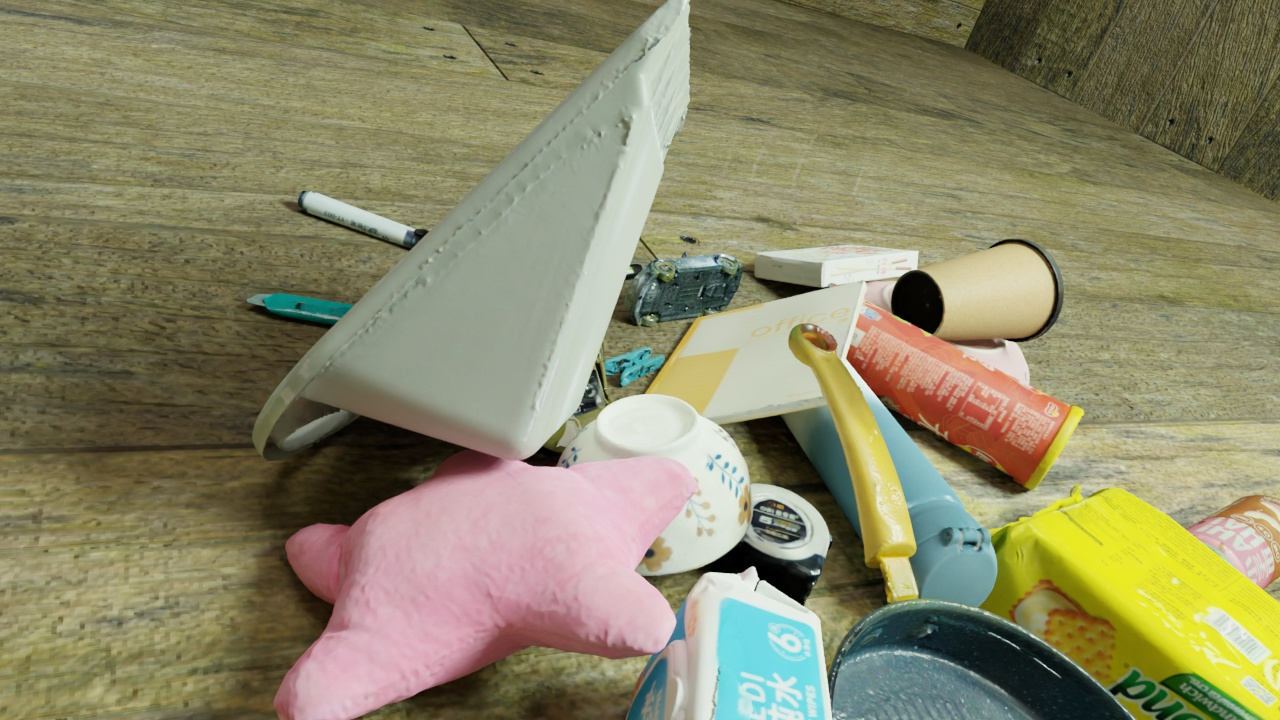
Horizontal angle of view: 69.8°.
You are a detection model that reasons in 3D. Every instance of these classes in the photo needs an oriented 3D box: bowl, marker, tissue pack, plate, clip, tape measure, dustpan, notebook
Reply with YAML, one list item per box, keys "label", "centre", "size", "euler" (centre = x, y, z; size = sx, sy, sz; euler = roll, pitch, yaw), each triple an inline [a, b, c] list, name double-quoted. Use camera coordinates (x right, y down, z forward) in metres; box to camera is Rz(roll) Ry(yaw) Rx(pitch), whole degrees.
- label: "bowl"
  centre: [0.006, 0.058, 0.504]
  size: [0.113, 0.062, 0.113]
  euler: [-2, 30, 1]
- label: "marker"
  centre: [-0.035, -0.069, 0.777]
  size: [0.018, 0.015, 0.123]
  euler: [35, 30, 24]
- label: "tissue pack"
  centre: [0.028, 0.156, 0.357]
  size: [0.063, 0.090, 0.139]
  euler: [21, 29, -6]
- label: "plate"
  centre: [0.276, -0.026, 0.858]
  size: [0.192, 0.039, 0.192]
  euler: [14, 30, -9]
- label: "clip"
  centre: [-0.005, 0.003, 0.673]
  size: [0.046, 0.014, 0.056]
  euler: [33, 32, 27]
- label: "marker"
  centre: [-0.210, -0.109, 0.735]
  size: [0.131, 0.023, 0.018]
  euler: [20, 35, 0]
- label: "tape measure"
  centre: [0.075, 0.104, 0.529]
  size: [0.066, 0.034, 0.065]
  euler: [26, 33, 10]
- label: "dustpan"
  centre: [-0.083, -0.051, 0.466]
  size: [0.142, 0.258, 0.222]
  euler: [19, 5, 1]
- label: "notebook"
  centre: [0.080, -0.004, 0.655]
  size: [0.146, 0.010, 0.205]
  euler: [-12, 20, 25]

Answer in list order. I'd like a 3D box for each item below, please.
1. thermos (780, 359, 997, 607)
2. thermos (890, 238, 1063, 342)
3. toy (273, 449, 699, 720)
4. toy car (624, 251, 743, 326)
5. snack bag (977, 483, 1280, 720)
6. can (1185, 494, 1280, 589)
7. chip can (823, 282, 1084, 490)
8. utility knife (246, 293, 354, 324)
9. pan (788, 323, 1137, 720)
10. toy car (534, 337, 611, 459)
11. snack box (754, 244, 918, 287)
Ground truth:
- label: "thermos"
  centre: [0.148, 0.070, 0.593]
  size: [0.070, 0.070, 0.220]
  euler: [7, 30, -21]
- label: "thermos"
  centre: [0.290, -0.055, 0.791]
  size: [0.143, 0.093, 0.093]
  euler: [-9, 39, -27]
- label: "toy"
  centre: [-0.064, 0.084, 0.419]
  size: [0.194, 0.075, 0.178]
  euler: [-13, 26, -9]
- label: "toy car"
  centre: [0.036, -0.061, 0.763]
  size: [0.120, 0.054, 0.037]
  euler: [-12, 45, -41]
- label: "snack bag"
  centre: [0.315, 0.168, 0.527]
  size: [0.157, 0.068, 0.246]
  euler: [-7, 39, -38]
- label: "can"
  centre: [0.417, 0.136, 0.647]
  size: [0.147, 0.058, 0.058]
  euler: [-8, 39, -39]
- label: "chip can"
  centre: [0.228, 0.017, 0.725]
  size: [0.217, 0.073, 0.073]
  euler: [31, 32, 20]
- label: "utility knife"
  centre: [-0.182, -0.028, 0.623]
  size: [0.160, 0.013, 0.029]
  euler: [10, 29, -16]
- label: "pan"
  centre: [0.137, 0.127, 0.427]
  size: [0.197, 0.078, 0.357]
  euler: [5, 41, -31]
- label: "toy car"
  centre: [-0.054, 0.009, 0.609]
  size: [0.070, 0.042, 0.158]
  euler: [9, 33, -15]
- label: "snack box"
  centre: [0.196, -0.095, 0.910]
  size: [0.156, 0.027, 0.085]
  euler: [-11, 17, -40]
